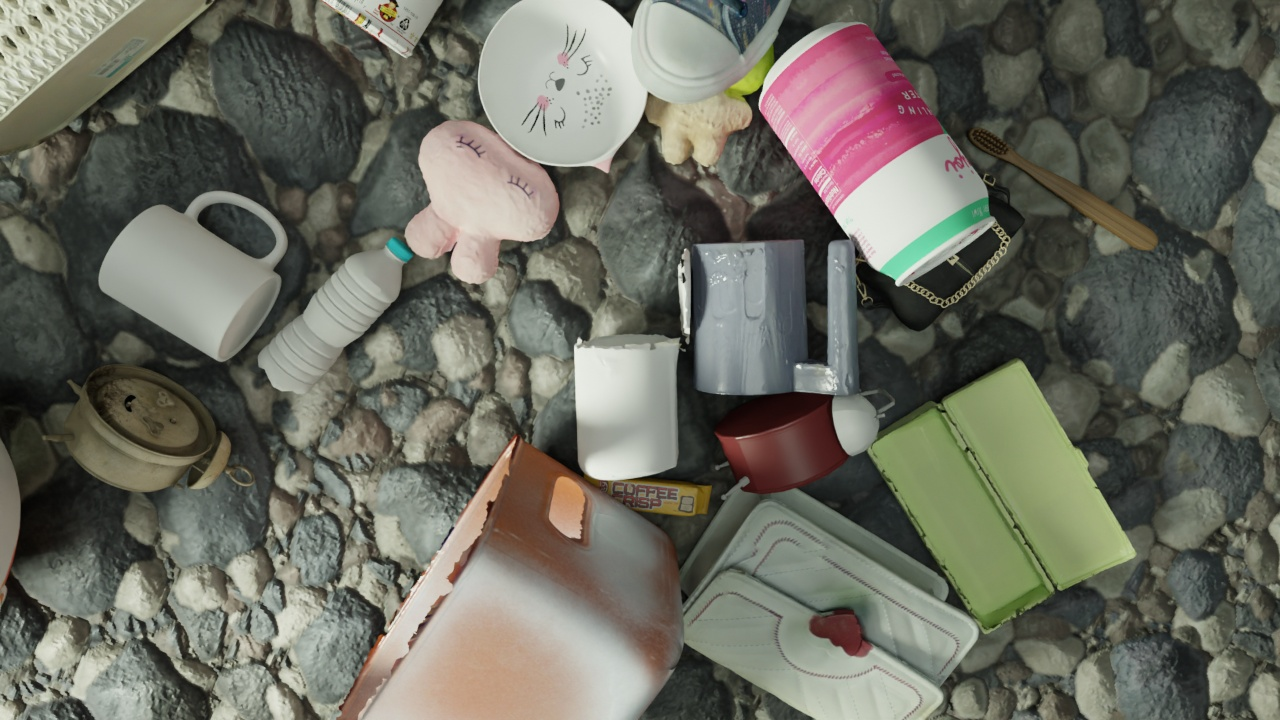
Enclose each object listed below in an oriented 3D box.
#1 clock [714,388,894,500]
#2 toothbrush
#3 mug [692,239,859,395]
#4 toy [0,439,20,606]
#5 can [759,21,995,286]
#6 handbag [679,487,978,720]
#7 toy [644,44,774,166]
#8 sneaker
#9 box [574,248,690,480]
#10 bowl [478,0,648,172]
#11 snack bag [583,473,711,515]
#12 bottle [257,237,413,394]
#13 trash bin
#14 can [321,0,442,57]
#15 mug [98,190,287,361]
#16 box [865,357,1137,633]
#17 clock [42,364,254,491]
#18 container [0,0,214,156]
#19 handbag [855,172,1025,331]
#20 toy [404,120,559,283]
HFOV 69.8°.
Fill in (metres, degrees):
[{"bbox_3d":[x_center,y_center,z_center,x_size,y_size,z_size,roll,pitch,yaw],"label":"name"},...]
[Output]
[{"bbox_3d":[0.115,0.051,0.663,0.138,0.096,0.048,-21,100,5],"label":"clock"},{"bbox_3d":[0.313,-0.126,0.677,0.167,0.016,0.016,29,99,-7],"label":"toothbrush"},{"bbox_3d":[0.094,-0.032,0.642,0.124,0.083,0.104,4,100,39],"label":"mug"},{"bbox_3d":[-0.546,0.132,0.583,0.266,0.262,0.281,16,117,-2],"label":"toy"},{"bbox_3d":[0.156,-0.138,0.613,0.088,0.088,0.166,-33,80,4],"label":"can"},{"bbox_3d":[0.131,0.192,0.688,0.198,0.096,0.142,30,99,-8],"label":"handbag"},{"bbox_3d":[0.045,-0.195,0.645,0.092,0.043,0.118,7,101,-4],"label":"toy"},{"bbox_3d":[0.073,-0.273,0.585,0.087,0.079,0.235,29,82,-2],"label":"sneaker"},{"bbox_3d":[-0.003,0.003,0.665,0.094,0.084,0.165,-2,99,9],"label":"box"},{"bbox_3d":[-0.052,-0.192,0.639,0.114,0.050,0.115,0,100,-1],"label":"bowl"},{"bbox_3d":[0.005,0.103,0.707,0.099,0.020,0.026,7,98,-3],"label":"snack bag"},{"bbox_3d":[-0.218,-0.035,0.666,0.044,0.044,0.136,44,96,-8],"label":"bottle"},{"bbox_3d":[-0.095,0.209,0.636,0.157,0.181,0.260,32,102,-8],"label":"trash bin"},{"bbox_3d":[-0.160,-0.274,0.604,0.086,0.086,0.116,33,97,-7],"label":"can"},{"bbox_3d":[-0.305,-0.069,0.651,0.090,0.074,0.110,33,72,-6],"label":"mug"},{"bbox_3d":[0.277,0.106,0.708,0.138,0.030,0.187,-34,99,10],"label":"box"},{"bbox_3d":[-0.348,0.061,0.666,0.140,0.093,0.055,35,105,-32],"label":"clock"},{"bbox_3d":[-0.388,-0.237,0.566,0.252,0.184,0.143,-36,110,6],"label":"container"},{"bbox_3d":[0.212,-0.083,0.670,0.079,0.054,0.128,41,100,4],"label":"handbag"},{"bbox_3d":[-0.117,-0.109,0.652,0.108,0.053,0.105,30,103,-6],"label":"toy"}]
